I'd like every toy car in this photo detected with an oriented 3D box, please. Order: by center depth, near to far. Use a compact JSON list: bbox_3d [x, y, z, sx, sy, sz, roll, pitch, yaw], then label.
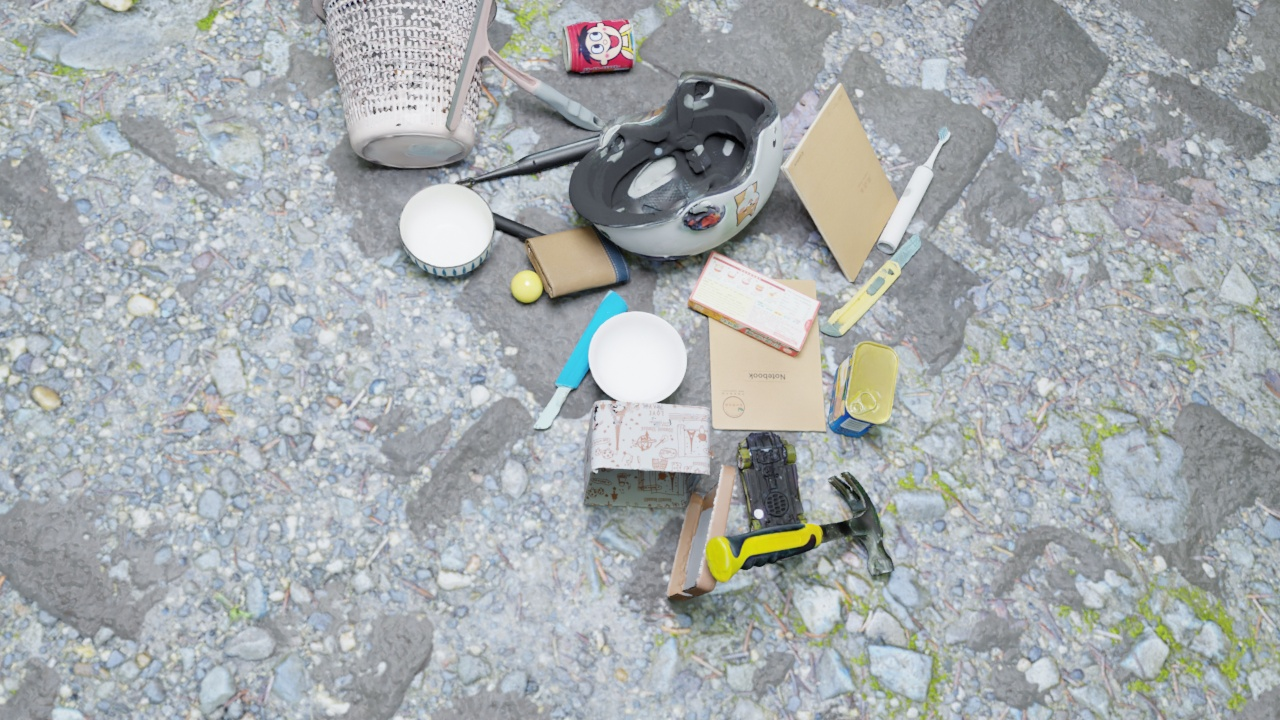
[{"bbox_3d":[0.157,0.162,1.104,0.070,0.042,0.158,-4,71,-8],"label":"toy car"}]

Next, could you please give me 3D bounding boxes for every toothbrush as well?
[{"bbox_3d":[-0.143,-0.261,1.216,0.212,0.026,0.027,-19,37,-13],"label":"toothbrush"},{"bbox_3d":[0.384,-0.240,1.273,0.027,0.026,0.220,12,63,44],"label":"toothbrush"}]

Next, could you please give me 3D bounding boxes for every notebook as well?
[{"bbox_3d":[0.161,-0.010,1.180,0.148,0.008,0.207,2,71,-6],"label":"notebook"},{"bbox_3d":[0.264,-0.227,1.188,0.149,0.012,0.211,-56,130,-19],"label":"notebook"}]

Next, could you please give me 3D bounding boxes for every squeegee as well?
[{"bbox_3d":[-0.137,-0.355,1.175,0.040,0.249,0.247,3,76,41],"label":"squeegee"}]

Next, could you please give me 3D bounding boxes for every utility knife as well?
[{"bbox_3d":[-0.075,0.000,1.142,0.034,0.018,0.204,26,71,14],"label":"utility knife"},{"bbox_3d":[0.314,-0.100,1.228,0.031,0.021,0.206,45,68,2],"label":"utility knife"}]

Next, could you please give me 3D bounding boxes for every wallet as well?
[{"bbox_3d":[-0.079,-0.127,1.160,0.115,0.033,0.090,-17,70,-30],"label":"wallet"}]

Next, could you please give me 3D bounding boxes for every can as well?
[{"bbox_3d":[0.274,0.038,1.138,0.057,0.083,0.102,15,71,-2],"label":"can"},{"bbox_3d":[-0.058,-0.432,1.261,0.093,0.067,0.066,-8,73,-9],"label":"can"}]

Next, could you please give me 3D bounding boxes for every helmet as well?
[{"bbox_3d":[0.059,-0.222,1.154,0.274,0.157,0.230,-40,47,-4],"label":"helmet"}]

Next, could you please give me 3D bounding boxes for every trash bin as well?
[{"bbox_3d":[-0.287,-0.353,1.145,0.227,0.228,0.192,-4,85,-8],"label":"trash bin"}]

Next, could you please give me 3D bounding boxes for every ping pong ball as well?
[{"bbox_3d":[-0.143,-0.093,1.153,0.040,0.040,0.040,2,71,-6],"label":"ping pong ball"}]

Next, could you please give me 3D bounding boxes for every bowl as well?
[{"bbox_3d":[-0.007,0.007,1.124,0.118,0.065,0.118,2,71,-6],"label":"bowl"},{"bbox_3d":[-0.240,-0.155,1.148,0.116,0.066,0.116,2,71,-7],"label":"bowl"}]

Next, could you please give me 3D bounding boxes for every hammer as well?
[{"bbox_3d":[0.178,0.191,1.003,0.322,0.032,0.126,3,67,-48],"label":"hammer"}]

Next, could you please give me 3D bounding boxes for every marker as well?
[{"bbox_3d":[-0.185,-0.179,1.187,0.132,0.020,0.022,23,50,0],"label":"marker"}]

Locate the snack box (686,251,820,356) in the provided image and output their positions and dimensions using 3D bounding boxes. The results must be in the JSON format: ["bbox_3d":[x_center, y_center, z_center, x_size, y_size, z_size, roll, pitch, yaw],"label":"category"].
[{"bbox_3d":[0.146,-0.073,1.180,0.156,0.027,0.077,26,71,2],"label":"snack box"}]

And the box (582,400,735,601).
[{"bbox_3d":[0.014,0.166,1.016,0.157,0.183,0.193,5,68,-5],"label":"box"}]
